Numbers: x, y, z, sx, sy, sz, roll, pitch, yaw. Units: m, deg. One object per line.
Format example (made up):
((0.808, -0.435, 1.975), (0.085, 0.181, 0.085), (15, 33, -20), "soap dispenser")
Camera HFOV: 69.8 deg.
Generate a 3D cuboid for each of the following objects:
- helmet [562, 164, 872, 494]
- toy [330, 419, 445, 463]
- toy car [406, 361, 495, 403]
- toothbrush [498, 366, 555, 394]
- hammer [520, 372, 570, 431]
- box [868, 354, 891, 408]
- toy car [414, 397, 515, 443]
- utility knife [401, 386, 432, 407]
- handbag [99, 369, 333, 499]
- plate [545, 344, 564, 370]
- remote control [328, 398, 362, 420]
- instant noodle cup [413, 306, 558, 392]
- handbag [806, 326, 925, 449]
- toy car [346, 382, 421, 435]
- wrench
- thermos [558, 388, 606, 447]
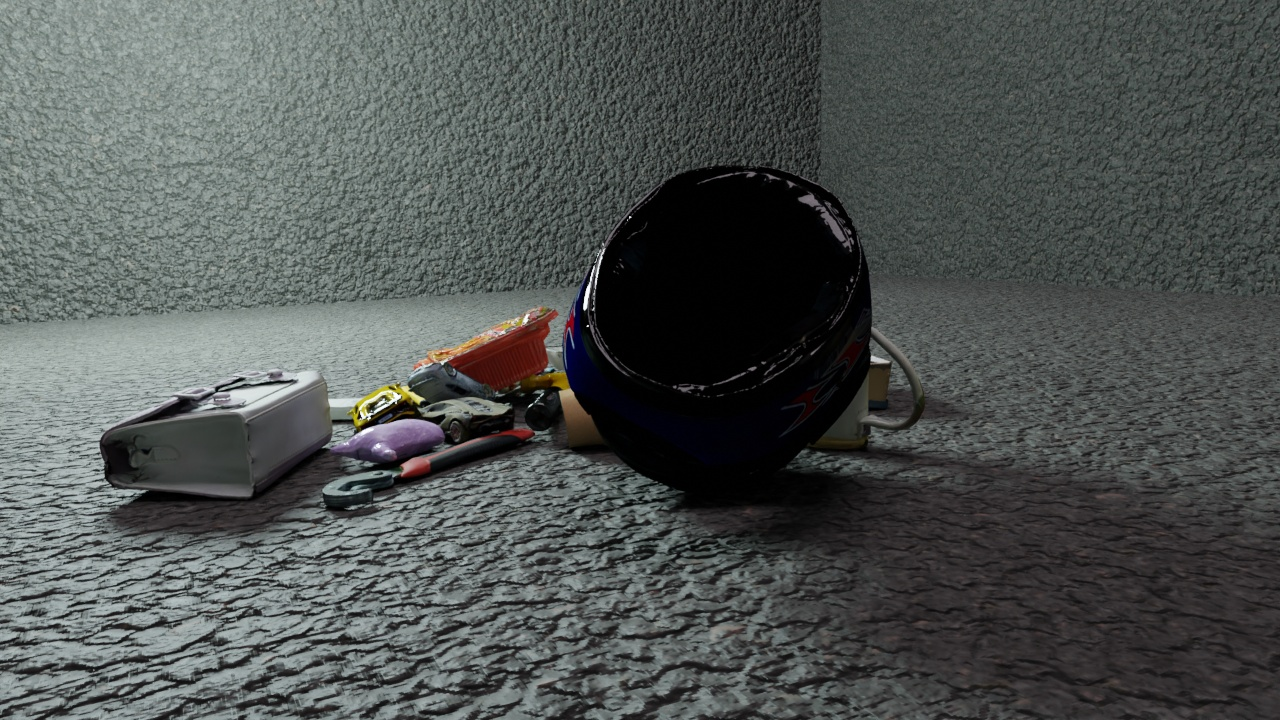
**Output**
((0.061, -0.004, 0.788), (0.247, 0.241, 0.314), (26, 50, 15), "helmet")
((-0.245, 0.082, 0.931), (0.084, 0.039, 0.107), (4, 8, 31), "toy")
((-0.226, 0.038, 1.105), (0.054, 0.036, 0.120), (-26, -32, 24), "toy car")
((-0.165, 0.029, 1.340), (0.017, 0.016, 0.187), (11, 11, 14), "toothbrush")
((-0.105, 0.045, 1.135), (0.129, 0.033, 0.300), (-2, 6, 2), "hammer")
((0.251, 0.016, 1.166), (0.089, 0.062, 0.184), (5, 10, -8), "box")
((-0.204, 0.064, 1.034), (0.070, 0.042, 0.158), (-9, 7, -43), "toy car")
((-0.297, 0.049, 1.235), (0.033, 0.015, 0.174), (0, 6, -25), "utility knife")
((-0.407, 0.067, 0.903), (0.145, 0.098, 0.197), (-7, 8, 2), "handbag")
((-0.022, -0.003, 1.423), (0.266, 0.034, 0.162), (1, 6, 4), "plate")
((-0.385, 0.062, 1.150), (0.135, 0.019, 0.056), (-2, 9, -1), "remote control")
((-0.199, -0.003, 1.216), (0.188, 0.079, 0.165), (-25, 9, -18), "instant noodle cup")
((0.195, 0.008, 0.919), (0.179, 0.163, 0.063), (7, 14, 40), "handbag")
((-0.293, 0.056, 1.032), (0.071, 0.041, 0.156), (-32, 15, -14), "toy car")
((-0.198, 0.098, 0.893), (0.056, 0.016, 0.272), (3, 10, 31), "wrench")
((-0.010, 0.049, 0.966), (0.143, 0.093, 0.093), (-10, 10, -6), "thermos")
